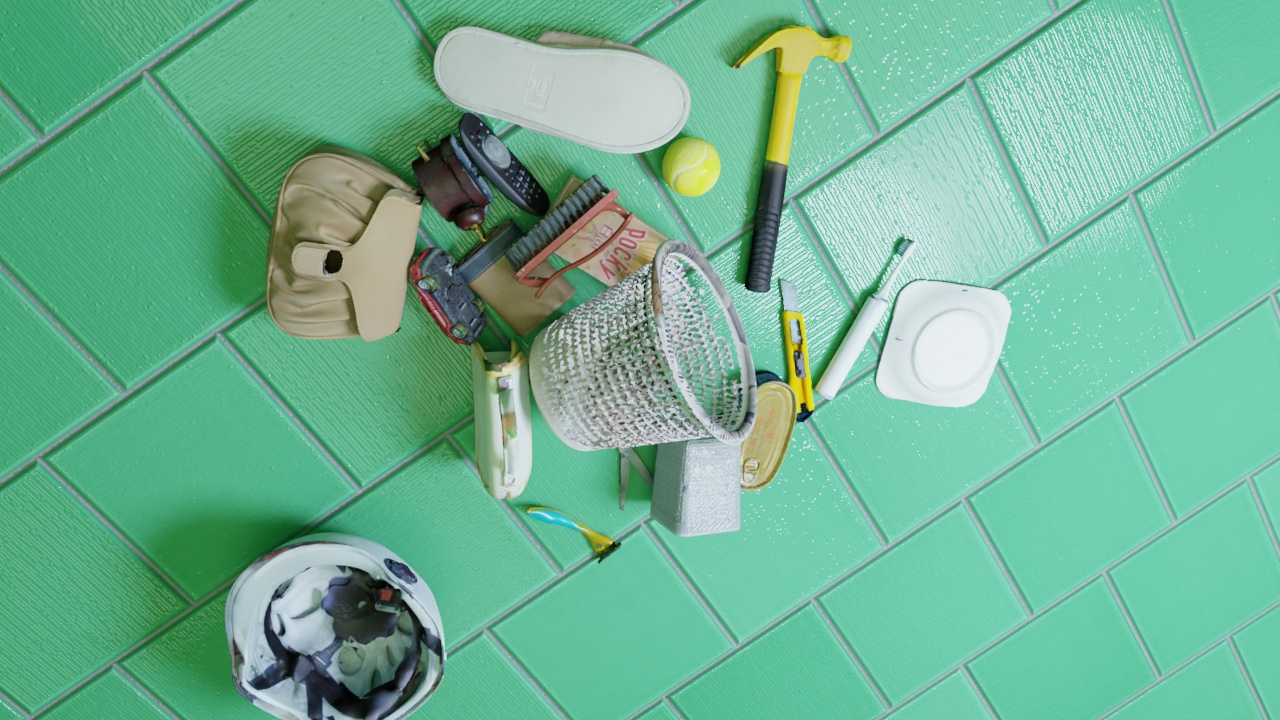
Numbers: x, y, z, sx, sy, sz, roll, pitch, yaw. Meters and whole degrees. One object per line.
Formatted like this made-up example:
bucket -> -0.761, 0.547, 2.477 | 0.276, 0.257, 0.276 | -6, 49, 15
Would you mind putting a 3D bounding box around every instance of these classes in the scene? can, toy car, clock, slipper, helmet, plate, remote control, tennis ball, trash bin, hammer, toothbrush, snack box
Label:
can -> 0.146, 0.088, 1.150 | 0.074, 0.049, 0.148 | 10, 106, -13
toy car -> -0.216, -0.070, 1.018 | 0.045, 0.052, 0.120 | 2, 135, 29
clock -> -0.194, -0.182, 0.979 | 0.055, 0.082, 0.122 | -29, 109, 5
slipper -> -0.083, -0.290, 0.976 | 0.274, 0.054, 0.114 | 10, 103, -2
helmet -> -0.349, 0.306, 1.082 | 0.229, 0.146, 0.258 | -38, 103, 2
plate -> 0.392, -0.015, 1.170 | 0.163, 0.034, 0.164 | 7, 108, -13
remote control -> -0.151, -0.208, 0.995 | 0.024, 0.053, 0.136 | -24, 123, 33
tennis ball -> 0.056, -0.216, 1.023 | 0.065, 0.065, 0.065 | -3, 109, -10
trash bin -> -0.005, 0.005, 1.006 | 0.192, 0.226, 0.227 | -20, 114, 26
hammer -> 0.155, -0.227, 1.055 | 0.128, 0.033, 0.301 | 3, 108, -11
toothbrush -> 0.282, -0.051, 1.141 | 0.026, 0.026, 0.221 | 10, 111, -54
snack box -> -0.036, -0.135, 1.053 | 0.157, 0.026, 0.084 | 31, 101, -18

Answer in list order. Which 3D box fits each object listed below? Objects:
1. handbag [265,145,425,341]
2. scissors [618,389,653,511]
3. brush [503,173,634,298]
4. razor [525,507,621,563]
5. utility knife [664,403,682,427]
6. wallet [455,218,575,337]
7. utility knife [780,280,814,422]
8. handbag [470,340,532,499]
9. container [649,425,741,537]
handbag -> -0.315, -0.116, 0.969 | 0.147, 0.099, 0.205 | 10, 111, -16
scissors -> -0.019, 0.105, 1.148 | 0.178, 0.014, 0.159 | 31, 103, -21
brush -> -0.079, -0.133, 0.996 | 0.146, 0.063, 0.069 | -40, 97, 3
razor -> -0.088, 0.214, 1.161 | 0.132, 0.028, 0.043 | 31, 131, -21
utility knife -> 0.044, 0.128, 1.162 | 0.034, 0.018, 0.162 | -7, 108, -7
wallet -> -0.143, -0.093, 1.046 | 0.090, 0.033, 0.115 | -41, 111, 8
utility knife -> 0.193, -0.009, 1.144 | 0.033, 0.015, 0.192 | -14, 110, -9
handbag -> -0.148, 0.072, 1.023 | 0.063, 0.178, 0.163 | -5, 108, -15
container -> 0.069, 0.143, 1.118 | 0.090, 0.090, 0.114 | -2, 101, -25
